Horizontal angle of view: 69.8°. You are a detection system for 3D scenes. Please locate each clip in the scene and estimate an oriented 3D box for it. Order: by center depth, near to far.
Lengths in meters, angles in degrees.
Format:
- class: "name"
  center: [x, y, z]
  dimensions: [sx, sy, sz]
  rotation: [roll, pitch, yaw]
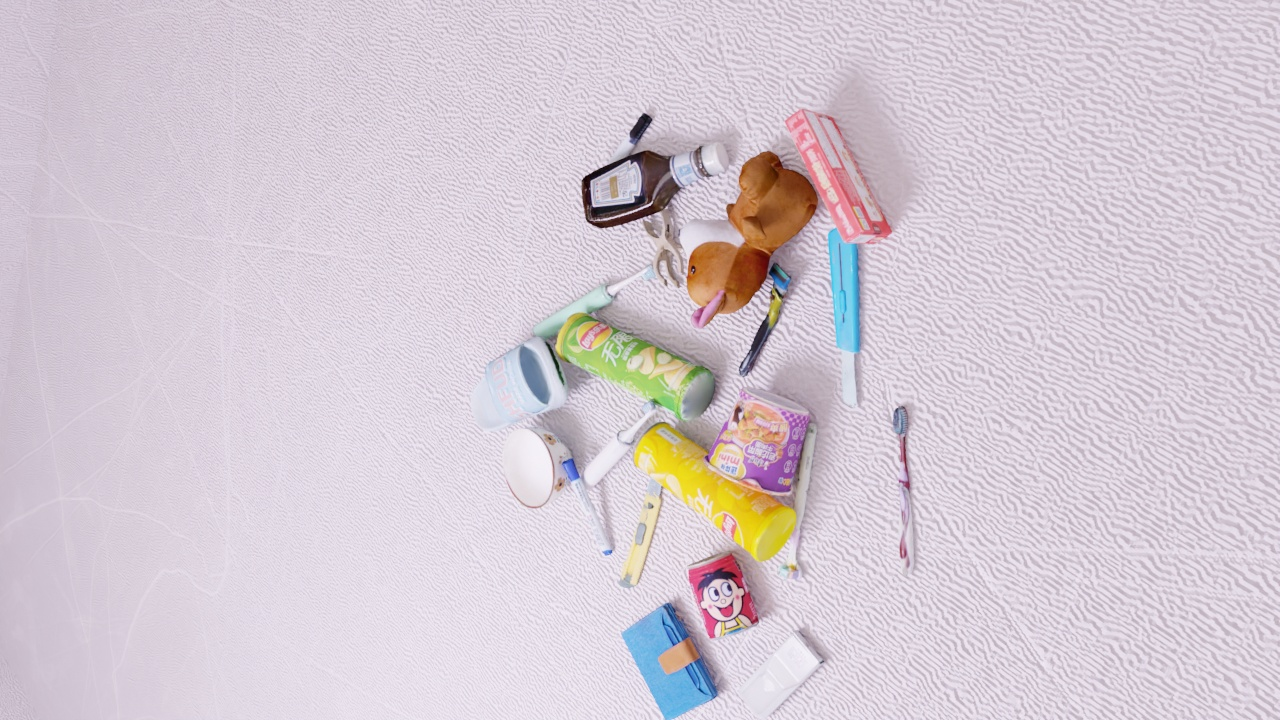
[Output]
- class: "clip"
  center: [0.026, -0.134, 1.161]
  dimensions: [0.081, 0.034, 0.104]
  rotation: [-49, 62, 29]

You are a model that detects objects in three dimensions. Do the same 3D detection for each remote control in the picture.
- class: "remote control"
  center: [0.167, 0.382, 1.108]
  dimensions: [0.049, 0.024, 0.125]
  rotation: [47, 119, 24]

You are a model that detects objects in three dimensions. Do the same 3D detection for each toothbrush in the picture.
- class: "toothbrush"
  center: [0.286, 0.143, 0.999]
  dimensions: [0.016, 0.017, 0.187]
  rotation: [0, 93, 38]
- class: "toothbrush"
  center: [0.188, 0.165, 1.075]
  dimensions: [0.029, 0.020, 0.189]
  rotation: [9, 99, 10]
- class: "toothbrush"
  center: [-0.032, 0.115, 1.196]
  dimensions: [0.026, 0.026, 0.222]
  rotation: [56, 138, 15]
- class: "toothbrush"
  center: [-0.065, -0.079, 1.239]
  dimensions: [0.225, 0.026, 0.027]
  rotation: [-27, 109, 35]

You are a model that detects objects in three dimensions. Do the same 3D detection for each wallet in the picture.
- class: "wallet"
  center: [0.037, 0.396, 1.202]
  dimensions: [0.107, 0.040, 0.133]
  rotation: [-43, 70, 37]

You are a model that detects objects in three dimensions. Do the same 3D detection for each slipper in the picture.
- class: "slipper"
  center: [-0.186, 0.041, 1.292]
  dimensions: [0.246, 0.074, 0.104]
  rotation: [-30, 76, 49]

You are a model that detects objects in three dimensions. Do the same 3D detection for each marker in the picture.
- class: "marker"
  center: [-0.028, -0.266, 1.195]
  dimensions: [0.018, 0.022, 0.131]
  rotation: [48, 119, 16]
- class: "marker"
  center: [-0.071, 0.201, 1.249]
  dimensions: [0.017, 0.016, 0.146]
  rotation: [-14, 105, 37]

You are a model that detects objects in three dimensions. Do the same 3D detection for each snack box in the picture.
- class: "snack box"
  center: [0.213, -0.197, 0.986]
  dimensions: [0.026, 0.075, 0.153]
  rotation: [-32, 75, 36]

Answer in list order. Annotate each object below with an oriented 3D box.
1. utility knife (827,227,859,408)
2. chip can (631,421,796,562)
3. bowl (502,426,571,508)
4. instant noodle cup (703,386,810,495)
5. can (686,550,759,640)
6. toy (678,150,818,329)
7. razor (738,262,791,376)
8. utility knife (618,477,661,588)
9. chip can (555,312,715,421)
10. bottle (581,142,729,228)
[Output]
- class: "utility knife"
  center: [0.230, -0.049, 1.023]
  dimensions: [0.034, 0.018, 0.207]
  rotation: [-1, 95, 37]
- class: "chip can"
  center: [0.084, 0.153, 1.105]
  dimensions: [0.213, 0.072, 0.072]
  rotation: [34, 113, 36]
- class: "bowl"
  center: [-0.137, 0.146, 1.288]
  dimensions: [0.114, 0.062, 0.113]
  rotation: [8, 101, 43]
- class: "instant noodle cup"
  center: [0.140, 0.089, 1.055]
  dimensions: [0.112, 0.111, 0.099]
  rotation: [26, 100, 33]
- class: "can"
  center: [0.099, 0.287, 1.123]
  dimensions: [0.067, 0.066, 0.093]
  rotation: [-27, 78, 36]
- class: "toy"
  center: [0.109, -0.136, 1.042]
  dimensions: [0.130, 0.140, 0.200]
  rotation: [27, 112, 7]
- class: "razor"
  center: [0.148, -0.042, 1.084]
  dimensions: [0.042, 0.022, 0.143]
  rotation: [-118, 42, -57]
- class: "utility knife"
  center: [0.005, 0.222, 1.225]
  dimensions: [0.031, 0.020, 0.195]
  rotation: [24, 104, 27]
- class: "chip can"
  center: [-0.007, 0.007, 1.174]
  dimensions: [0.221, 0.072, 0.073]
  rotation: [26, 109, 33]
- class: "bottle"
  center: [0.017, -0.224, 1.142]
  dimensions: [0.195, 0.044, 0.079]
  rotation: [-14, 75, 30]
